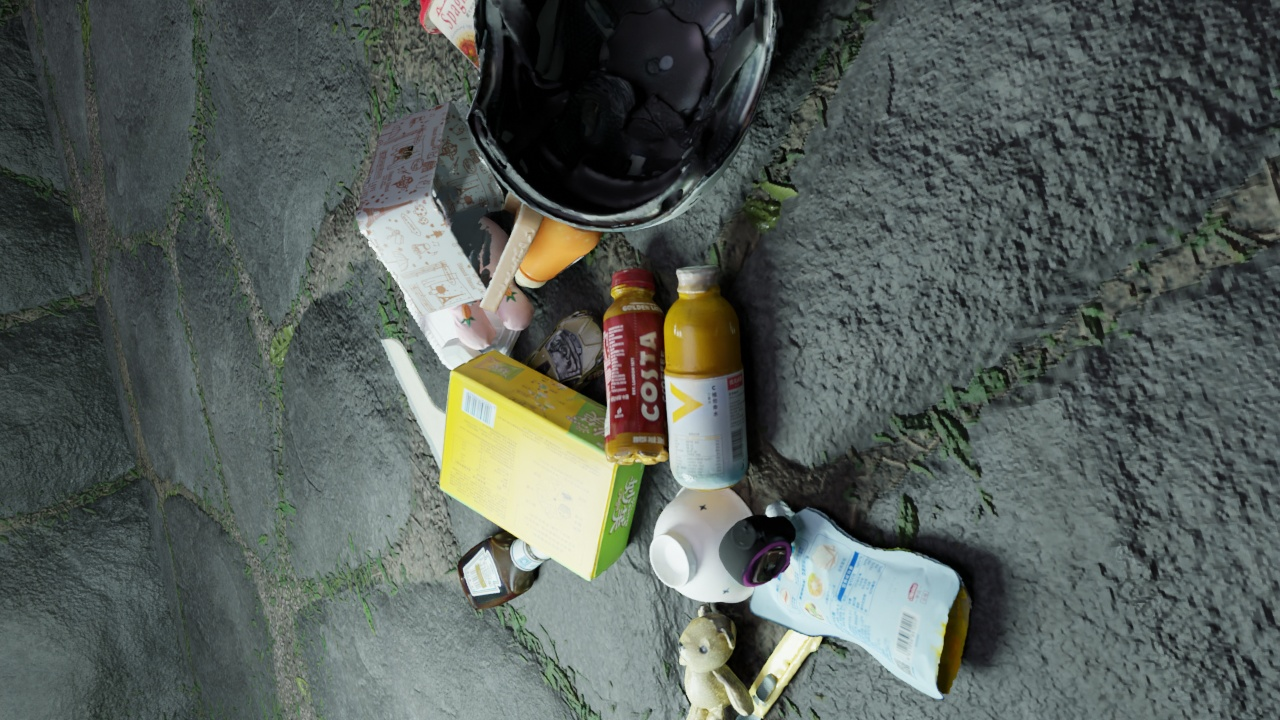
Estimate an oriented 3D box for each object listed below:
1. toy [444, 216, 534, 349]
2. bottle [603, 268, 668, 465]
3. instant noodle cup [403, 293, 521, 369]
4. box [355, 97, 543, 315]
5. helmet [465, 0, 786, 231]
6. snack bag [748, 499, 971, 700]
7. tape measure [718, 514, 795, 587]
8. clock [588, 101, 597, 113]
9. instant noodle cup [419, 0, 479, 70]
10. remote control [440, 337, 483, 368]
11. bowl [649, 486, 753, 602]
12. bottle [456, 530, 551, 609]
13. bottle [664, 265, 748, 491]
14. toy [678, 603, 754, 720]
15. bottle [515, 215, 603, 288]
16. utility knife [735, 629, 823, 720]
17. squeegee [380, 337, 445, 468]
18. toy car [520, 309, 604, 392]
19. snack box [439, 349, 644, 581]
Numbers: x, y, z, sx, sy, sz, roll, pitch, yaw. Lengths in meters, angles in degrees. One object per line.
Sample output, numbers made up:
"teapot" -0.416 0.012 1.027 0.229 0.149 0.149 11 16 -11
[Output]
"toy" -0.183 -0.090 0.990 0.159 0.121 0.054 54 160 16
"bottle" -0.005 0.005 0.832 0.058 0.057 0.174 -17 70 48
"instant noodle cup" -0.216 -0.067 1.070 0.173 0.060 0.138 54 134 25
"box" -0.148 -0.152 0.884 0.174 0.152 0.181 -17 44 13
"helmet" -0.003 -0.233 0.712 0.230 0.156 0.274 12 96 11
"snack bag" 0.165 0.185 0.732 0.191 0.038 0.110 17 114 47
"tape measure" 0.095 0.155 0.743 0.039 0.057 0.058 50 126 44
"clock" -0.084 -0.236 0.836 0.122 0.055 0.082 -33 66 16
"instant noodle cup" -0.128 -0.329 0.874 0.124 0.116 0.117 53 134 9
"remote control" -0.170 0.024 1.024 0.049 0.024 0.125 -9 130 50
"bowl" 0.048 0.173 0.837 0.118 0.064 0.118 15 111 46
"bottle" -0.154 0.240 1.092 0.195 0.043 0.080 -37 73 45
"bottle" 0.054 0.014 0.786 0.068 0.067 0.189 7 105 47
"toy" 0.058 0.311 0.860 0.105 0.066 0.157 26 112 61
"bottle" -0.091 -0.114 0.923 0.150 0.066 0.066 -39 71 53
"utility knife" 0.119 0.295 0.832 0.031 0.022 0.217 50 136 35
"squeegee" -0.167 0.087 1.063 0.247 0.039 0.247 15 135 35
"toy car" -0.085 0.006 0.960 0.159 0.042 0.070 -44 68 41
"snack box" -0.102 0.104 0.938 0.210 0.069 0.158 26 122 23
